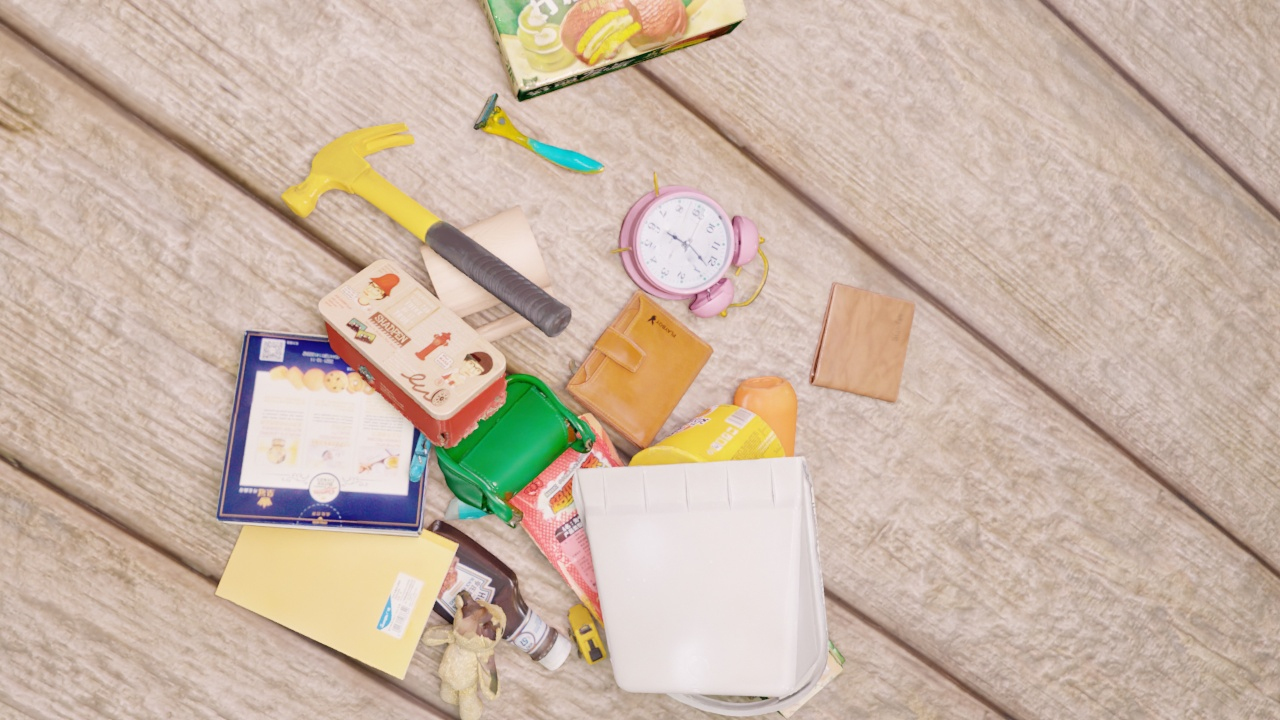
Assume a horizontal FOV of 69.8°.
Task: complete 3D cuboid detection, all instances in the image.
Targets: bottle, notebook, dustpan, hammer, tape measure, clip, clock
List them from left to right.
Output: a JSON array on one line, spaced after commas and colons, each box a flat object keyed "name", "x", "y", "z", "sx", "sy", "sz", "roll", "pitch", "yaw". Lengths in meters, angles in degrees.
[{"name": "notebook", "x": -0.298, "y": 0.204, "z": 0.897, "sx": 0.206, "sy": 0.010, "sz": 0.146, "roll": 22, "pitch": 91, "yaw": 4}, {"name": "clip", "x": -0.203, "y": 0.085, "z": 0.850, "sx": 0.014, "sy": 0.047, "sz": 0.057, "roll": 15, "pitch": 68, "yaw": -9}, {"name": "hammer", "x": -0.184, "y": -0.116, "z": 0.834, "sx": 0.301, "sy": 0.033, "sz": 0.128, "roll": 36, "pitch": 76, "yaw": 17}, {"name": "bottle", "x": -0.154, "y": 0.247, "z": 0.938, "sx": 0.195, "sy": 0.044, "sz": 0.080, "roll": 41, "pitch": 96, "yaw": -13}, {"name": "tape measure", "x": -0.058, "y": 0.287, "z": 0.952, "sx": 0.029, "sy": 0.060, "sz": 0.057, "roll": -23, "pitch": 105, "yaw": -9}, {"name": "clock", "x": 0.056, "y": -0.110, "z": 0.931, "sx": 0.158, "sy": 0.060, "sz": 0.117, "roll": 28, "pitch": 91, "yaw": -14}, {"name": "dustpan", "x": 0.068, "y": 0.224, "z": 0.872, "sx": 0.223, "sy": 0.142, "sz": 0.257, "roll": -5, "pitch": 84, "yaw": 18}, {"name": "bottle", "x": 0.136, "y": 0.094, "z": 0.968, "sx": 0.066, "sy": 0.067, "sz": 0.149, "roll": -9, "pitch": 105, "yaw": -9}]

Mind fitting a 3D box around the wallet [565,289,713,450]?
[{"name": "wallet", "x": -0.006, "y": 0.005, "z": 0.938, "sx": 0.119, "sy": 0.035, "sz": 0.130, "roll": 39, "pitch": 75, "yaw": -13}]

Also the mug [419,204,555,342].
[{"name": "mug", "x": -0.144, "y": -0.077, "z": 0.896, "sx": 0.103, "sy": 0.084, "sz": 0.125, "roll": -22, "pitch": 125, "yaw": -6}]

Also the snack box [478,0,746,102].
[{"name": "snack box", "x": -0.027, "y": -0.344, "z": 0.889, "sx": 0.240, "sy": 0.063, "sz": 0.114, "roll": -20, "pitch": 98, "yaw": -7}]

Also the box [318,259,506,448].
[{"name": "box", "x": -0.205, "y": -0.004, "z": 0.841, "sx": 0.168, "sy": 0.081, "sz": 0.091, "roll": 39, "pitch": 61, "yaw": 16}]

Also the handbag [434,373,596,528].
[{"name": "handbag", "x": -0.122, "y": 0.087, "z": 0.878, "sx": 0.131, "sy": 0.120, "sz": 0.068, "roll": -41, "pitch": 145, "yaw": -24}]

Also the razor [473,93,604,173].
[{"name": "razor", "x": -0.097, "y": -0.215, "z": 0.908, "sx": 0.132, "sy": 0.028, "sz": 0.043, "roll": 24, "pitch": 60, "yaw": -9}]

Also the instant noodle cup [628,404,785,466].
[{"name": "instant noodle cup", "x": 0.072, "y": 0.116, "z": 0.912, "sx": 0.109, "sy": 0.138, "sz": 0.138, "roll": -39, "pitch": 104, "yaw": -42}]

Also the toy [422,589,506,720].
[{"name": "toy", "x": -0.168, "y": 0.299, "z": 0.908, "sx": 0.066, "sy": 0.105, "sz": 0.158, "roll": -19, "pitch": 136, "yaw": -42}]

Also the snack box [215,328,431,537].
[{"name": "snack box", "x": -0.290, "y": 0.070, "z": 0.869, "sx": 0.178, "sy": 0.046, "sz": 0.182, "roll": 6, "pitch": 76, "yaw": -11}]

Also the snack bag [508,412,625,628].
[{"name": "snack bag", "x": -0.043, "y": 0.172, "z": 0.937, "sx": 0.128, "sy": 0.073, "sz": 0.208, "roll": -37, "pitch": 99, "yaw": -19}]

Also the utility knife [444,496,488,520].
[{"name": "utility knife", "x": -0.127, "y": 0.145, "z": 0.949, "sx": 0.151, "sy": 0.013, "sz": 0.029, "roll": -4, "pitch": 99, "yaw": -12}]

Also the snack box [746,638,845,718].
[{"name": "snack box", "x": 0.141, "y": 0.304, "z": 0.965, "sx": 0.117, "sy": 0.105, "sz": 0.118, "roll": -40, "pitch": 100, "yaw": -4}]

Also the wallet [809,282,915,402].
[{"name": "wallet", "x": 0.242, "y": -0.019, "z": 0.995, "sx": 0.101, "sy": 0.020, "sz": 0.115, "roll": 11, "pitch": 91, "yaw": -13}]
